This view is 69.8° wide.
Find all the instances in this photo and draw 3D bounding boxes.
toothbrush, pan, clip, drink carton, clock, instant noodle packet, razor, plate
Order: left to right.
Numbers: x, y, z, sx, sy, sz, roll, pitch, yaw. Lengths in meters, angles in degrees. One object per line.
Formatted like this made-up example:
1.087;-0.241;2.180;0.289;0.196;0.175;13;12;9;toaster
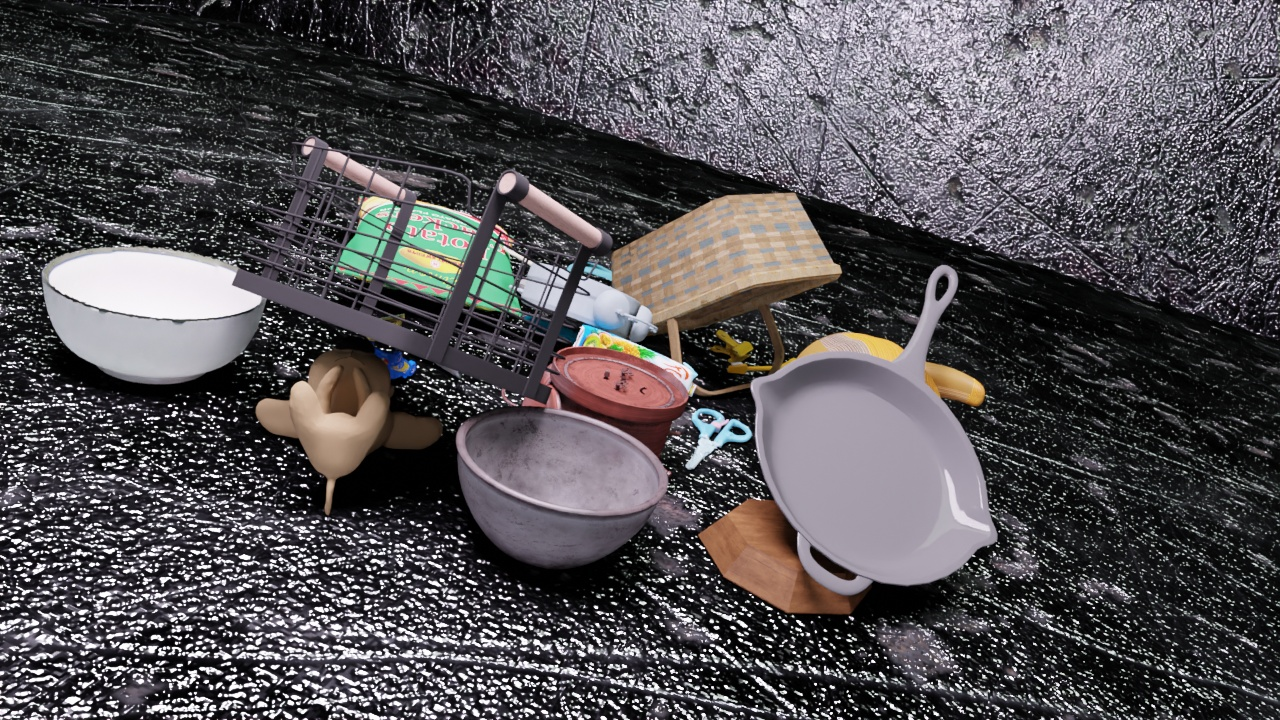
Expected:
-0.208;-0.011;0.871;0.106;0.026;0.042;29;21;22;razor
-0.236;-0.125;1.050;0.195;0.090;0.252;13;24;-16;instant noodle packet
-0.054;-0.058;0.965;0.159;0.045;0.122;20;-2;29;clock
-0.040;0.040;0.781;0.158;0.072;0.120;17;20;2;clock
-0.005;0.005;0.915;0.129;0.044;0.038;23;3;-10;drink carton
0.108;-0.010;1.128;0.047;0.039;0.052;27;24;17;clip
0.112;0.142;0.690;0.131;0.025;0.131;14;20;-5;plate
0.188;0.009;1.112;0.196;0.031;0.031;-1;31;-28;toothbrush
0.200;0.038;0.738;0.216;0.024;0.353;33;54;1;pan

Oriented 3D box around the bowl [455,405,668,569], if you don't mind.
-0.060;0.093;0.628;0.145;0.067;0.144;14;20;-5;bowl

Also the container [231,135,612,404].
-0.162;-0.072;0.680;0.242;0.130;0.162;17;-6;36;container

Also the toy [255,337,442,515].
-0.204;0.040;0.633;0.134;0.106;0.108;7;10;-11;toy

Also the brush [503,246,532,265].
-0.069;-0.082;1.081;0.217;0.012;0.033;28;12;-29;brush

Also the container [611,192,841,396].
0.085;-0.058;1.004;0.157;0.186;0.251;-10;-5;-38;container

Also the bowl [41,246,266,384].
-0.376;-0.031;0.714;0.153;0.073;0.153;13;20;-5;bowl

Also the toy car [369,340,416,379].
-0.228;0.019;0.788;0.033;0.061;0.092;20;-10;7;toy car

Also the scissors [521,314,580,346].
-0.066;-0.022;1.004;0.137;0.019;0.129;14;11;-29;scissors

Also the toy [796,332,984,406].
0.207;0.047;0.878;0.199;0.162;0.203;-24;18;6;toy

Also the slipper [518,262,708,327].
-0.028;-0.093;1.185;0.268;0.055;0.098;8;19;-26;slipper

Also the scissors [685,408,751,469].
0.067;0.078;0.859;0.063;0.015;0.138;23;27;10;scissors
